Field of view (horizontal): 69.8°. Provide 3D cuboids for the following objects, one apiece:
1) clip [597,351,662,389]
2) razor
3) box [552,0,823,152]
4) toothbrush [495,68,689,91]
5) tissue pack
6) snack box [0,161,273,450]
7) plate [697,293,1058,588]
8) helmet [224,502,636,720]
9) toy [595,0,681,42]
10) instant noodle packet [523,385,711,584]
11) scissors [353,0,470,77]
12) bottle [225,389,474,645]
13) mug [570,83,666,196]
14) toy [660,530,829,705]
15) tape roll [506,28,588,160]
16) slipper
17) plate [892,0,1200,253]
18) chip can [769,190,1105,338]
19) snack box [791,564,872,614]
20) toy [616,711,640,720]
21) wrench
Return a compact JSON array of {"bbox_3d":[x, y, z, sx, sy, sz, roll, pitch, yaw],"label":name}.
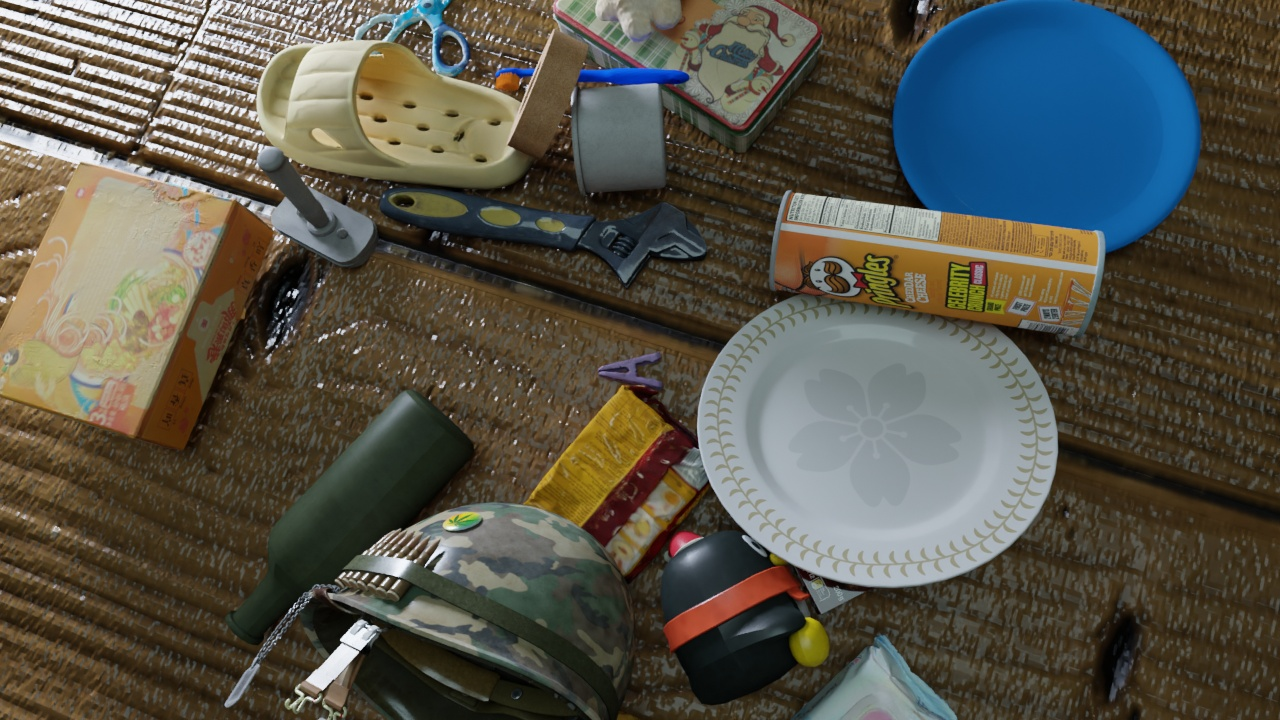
[{"bbox_3d":[-0.003,0.012,0.702,0.050,0.014,0.046,-29,76,-5],"label":"clip"},{"bbox_3d":[-0.265,-0.127,0.717,0.088,0.116,0.047,28,74,13],"label":"razor"},{"bbox_3d":[0.037,-0.270,0.757,0.205,0.050,0.117,38,81,16],"label":"box"},{"bbox_3d":[-0.044,-0.229,0.747,0.183,0.016,0.018,10,83,27],"label":"toothbrush"},{"bbox_3d":[0.128,0.279,0.583,0.182,0.070,0.112,-42,75,-5],"label":"tissue pack"},{"bbox_3d":[-0.397,-0.041,0.727,0.145,0.081,0.195,15,77,10],"label":"snack box"},{"bbox_3d":[0.162,0.045,0.645,0.242,0.016,0.242,-4,56,6],"label":"plate"},{"bbox_3d":[-0.118,0.198,0.566,0.225,0.193,0.235,-4,36,19],"label":"helmet"},{"bbox_3d":[-0.005,-0.308,0.725,0.092,0.046,0.115,-19,80,4],"label":"toy"},{"bbox_3d":[-0.010,0.090,0.667,0.098,0.040,0.135,39,86,12],"label":"instant noodle packet"},{"bbox_3d":[-0.185,-0.301,0.812,0.134,0.012,0.134,-44,74,-8],"label":"scissors"},{"bbox_3d":[-0.215,0.117,0.667,0.071,0.071,0.206,41,83,15],"label":"bottle"},{"bbox_3d":[-0.017,-0.183,0.729,0.070,0.084,0.113,-3,42,3],"label":"mug"},{"bbox_3d":[0.059,0.161,0.611,0.100,0.097,0.119,-28,71,2],"label":"toy"},{"bbox_3d":[-0.072,-0.203,0.701,0.027,0.094,0.094,22,77,-15],"label":"tape roll"},{"bbox_3d":[-0.212,-0.207,0.755,0.261,0.079,0.111,15,80,10],"label":"slipper"},{"bbox_3d":[0.309,-0.178,0.712,0.224,0.024,0.224,-2,74,6],"label":"plate"},{"bbox_3d":[0.206,-0.071,0.658,0.215,0.075,0.075,10,76,14],"label":"chip can"},{"bbox_3d":[0.175,0.122,0.640,0.141,0.032,0.051,-27,73,-1],"label":"snack box"},{"bbox_3d":[-0.026,0.301,0.604,0.105,0.067,0.137,40,70,12],"label":"toy"},{"bbox_3d":[-0.081,-0.108,0.739,0.273,0.022,0.073,11,76,9],"label":"wrench"}]
